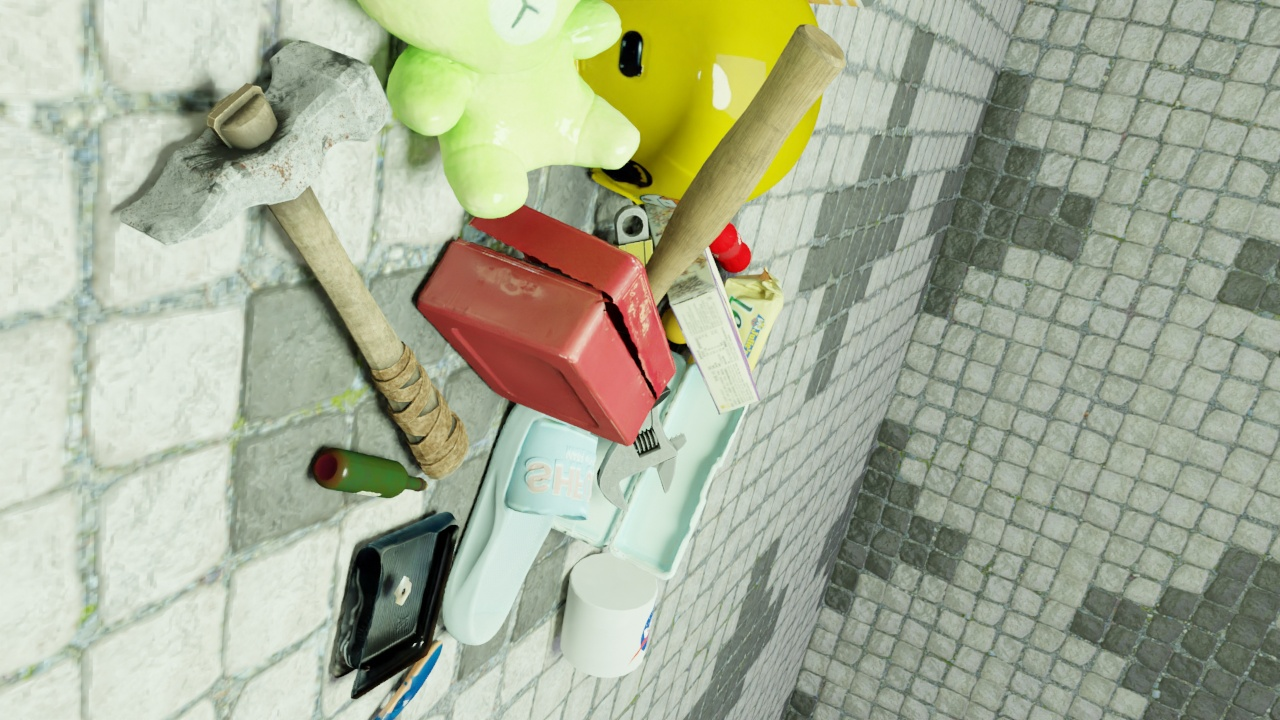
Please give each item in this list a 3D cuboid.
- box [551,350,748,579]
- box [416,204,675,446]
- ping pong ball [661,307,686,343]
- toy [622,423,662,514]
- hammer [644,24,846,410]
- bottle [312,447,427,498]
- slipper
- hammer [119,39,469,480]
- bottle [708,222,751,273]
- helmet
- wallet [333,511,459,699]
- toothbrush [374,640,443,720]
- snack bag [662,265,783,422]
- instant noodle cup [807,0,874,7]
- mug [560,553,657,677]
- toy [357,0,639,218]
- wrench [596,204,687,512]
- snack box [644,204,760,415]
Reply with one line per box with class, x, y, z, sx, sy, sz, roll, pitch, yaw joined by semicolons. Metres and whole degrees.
box;0.009;0.088;0.852;0.041;0.134;0.197;56;57;-78
box;-0.055;-0.018;0.616;0.092;0.129;0.158;-59;155;-20
ping pong ball;0.041;-0.037;0.929;0.040;0.040;0.040;-48;150;-40
toy;0.000;0.109;0.904;0.033;0.085;0.105;18;102;-27
hammer;0.034;-0.098;0.631;0.040;0.132;0.306;-26;161;-43
bottle;-0.165;0.074;0.580;0.025;0.025;0.106;-67;158;-5
slipper;-0.083;0.122;0.747;0.245;0.074;0.104;-67;158;-1
hammer;-0.152;-0.018;0.510;0.121;0.049;0.319;-54;156;-25
bottle;0.087;-0.125;0.961;0.036;0.036;0.119;-67;157;-4
helmet;0.059;-0.212;0.686;0.209;0.140;0.240;-68;157;-2
wallet;-0.171;0.169;0.647;0.089;0.026;0.115;-12;121;-64
toothbrush;-0.192;0.268;0.701;0.134;0.017;0.022;-48;152;-41
snack bag;0.081;0.015;0.978;0.159;0.068;0.247;-54;166;-80
instant noodle cup;0.145;-0.358;0.774;0.123;0.121;0.124;-48;150;-40
mug;-0.035;0.259;0.975;0.121;0.091;0.090;-102;-160;-62
toy;-0.076;-0.178;0.474;0.150;0.107;0.197;-30;132;-23
wrench;-0.005;0.005;0.773;0.083;0.018;0.274;-10;114;-14
snack box;0.054;-0.053;0.798;0.147;0.040;0.143;-101;169;-46
